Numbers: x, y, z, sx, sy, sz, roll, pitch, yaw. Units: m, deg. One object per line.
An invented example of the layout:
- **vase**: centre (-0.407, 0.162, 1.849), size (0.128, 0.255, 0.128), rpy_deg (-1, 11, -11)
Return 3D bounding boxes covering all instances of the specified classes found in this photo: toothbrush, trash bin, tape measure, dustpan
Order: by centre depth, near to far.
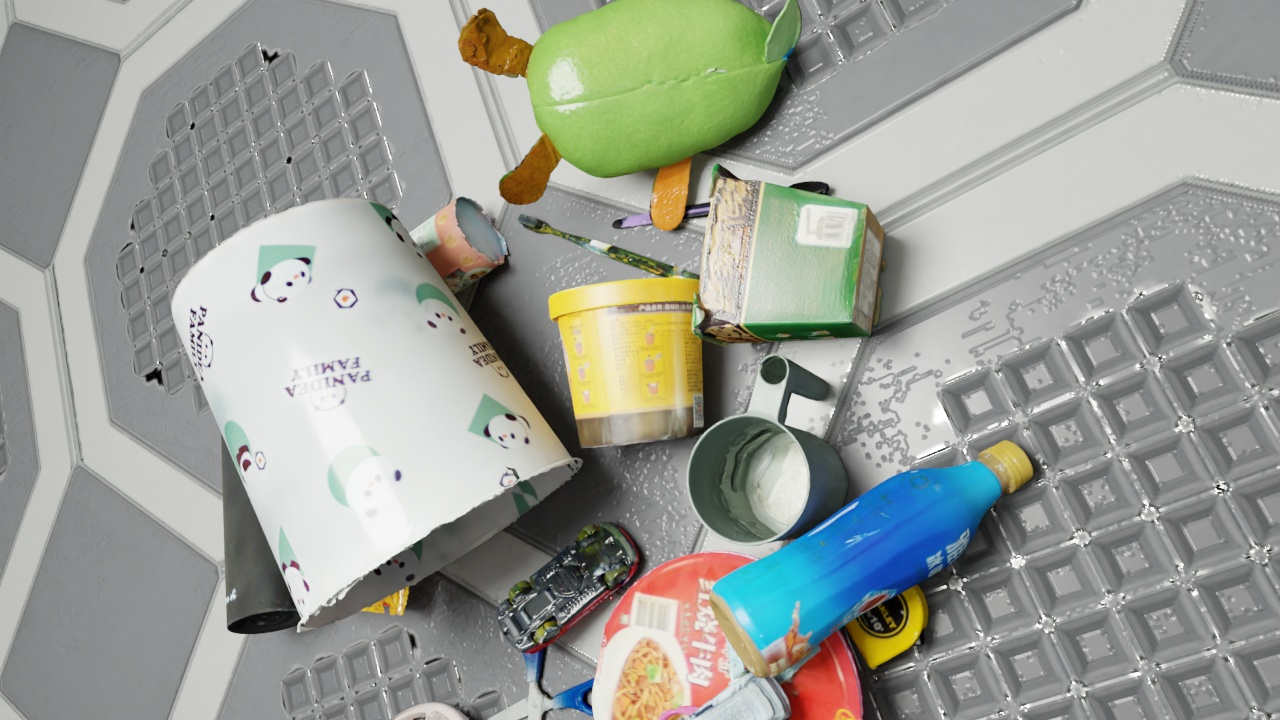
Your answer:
- **tape measure**: centre (0.163, 0.168, 0.614), size (0.057, 0.029, 0.060), rpy_deg (-37, 67, 19)
- **dustpan**: centre (-0.202, 0.393, 0.677), size (0.223, 0.273, 0.139), rpy_deg (-38, 92, 15)
- **trash bin**: centre (-0.205, 0.032, 0.688), size (0.230, 0.229, 0.252), rpy_deg (-36, 80, 19)
- **toothbrush**: centre (0.059, -0.120, 0.726), size (0.189, 0.016, 0.014), rpy_deg (-5, 68, 30)
- **toothbrush**: centre (-0.029, -0.093, 0.763), size (0.186, 0.017, 0.012), rpy_deg (23, 86, 29)

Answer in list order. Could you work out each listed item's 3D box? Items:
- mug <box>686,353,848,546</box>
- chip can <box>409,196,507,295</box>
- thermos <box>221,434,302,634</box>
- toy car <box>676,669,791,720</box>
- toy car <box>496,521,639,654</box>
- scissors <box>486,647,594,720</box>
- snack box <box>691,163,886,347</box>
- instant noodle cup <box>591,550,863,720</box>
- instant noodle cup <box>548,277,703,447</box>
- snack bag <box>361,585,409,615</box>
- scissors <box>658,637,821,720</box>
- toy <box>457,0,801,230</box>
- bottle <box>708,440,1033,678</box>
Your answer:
- **mug**: centre (0.095, 0.063, 0.624), size (0.084, 0.103, 0.124), rpy_deg (15, 88, 29)
- **chip can**: centre (-0.223, -0.064, 0.831), size (0.215, 0.071, 0.071), rpy_deg (-31, 69, 21)
- **thermos**: centre (-0.357, 0.132, 0.865), size (0.090, 0.068, 0.242), rpy_deg (124, 138, -51)
- **toy car**: centre (0.051, 0.230, 0.571), size (0.091, 0.034, 0.043), rpy_deg (-39, 69, 10)
- **toy car**: centre (-0.055, 0.177, 0.715), size (0.120, 0.045, 0.053), rpy_deg (-39, 61, -2)
- **scissors**: centre (-0.077, 0.264, 0.737), size (0.176, 0.012, 0.162), rpy_deg (-20, 74, 25)
- **snack box**: centre (0.107, -0.065, 0.633), size (0.106, 0.117, 0.118), rpy_deg (6, 88, 24)
- **instant noodle cup**: centre (0.064, 0.228, 0.637), size (0.194, 0.065, 0.193), rpy_deg (-4, 81, 26)
- **instant noodle cup**: centre (-0.004, 0.004, 0.684), size (0.119, 0.118, 0.114), rpy_deg (-8, 86, 27)
- **snack bag**: centre (-0.234, 0.117, 0.821), size (0.129, 0.073, 0.207), rpy_deg (1, 75, 28)
- **scissors**: centre (0.069, 0.229, 0.590), size (0.133, 0.017, 0.133), rpy_deg (-42, 63, 12)
- **toy**: centre (-0.002, -0.205, 0.687), size (0.246, 0.090, 0.227), rpy_deg (-13, 116, -5)
- **bottle**: centre (0.149, 0.115, 0.570), size (0.218, 0.065, 0.065), rpy_deg (-29, 67, -10)
